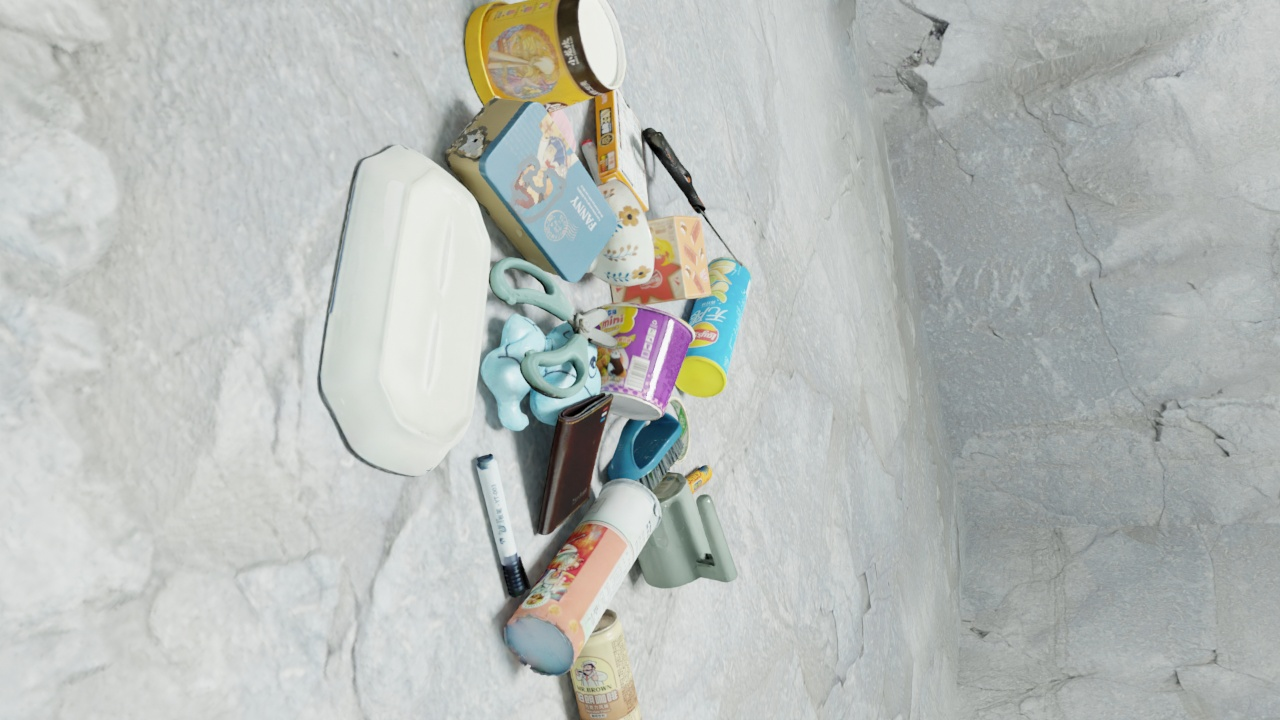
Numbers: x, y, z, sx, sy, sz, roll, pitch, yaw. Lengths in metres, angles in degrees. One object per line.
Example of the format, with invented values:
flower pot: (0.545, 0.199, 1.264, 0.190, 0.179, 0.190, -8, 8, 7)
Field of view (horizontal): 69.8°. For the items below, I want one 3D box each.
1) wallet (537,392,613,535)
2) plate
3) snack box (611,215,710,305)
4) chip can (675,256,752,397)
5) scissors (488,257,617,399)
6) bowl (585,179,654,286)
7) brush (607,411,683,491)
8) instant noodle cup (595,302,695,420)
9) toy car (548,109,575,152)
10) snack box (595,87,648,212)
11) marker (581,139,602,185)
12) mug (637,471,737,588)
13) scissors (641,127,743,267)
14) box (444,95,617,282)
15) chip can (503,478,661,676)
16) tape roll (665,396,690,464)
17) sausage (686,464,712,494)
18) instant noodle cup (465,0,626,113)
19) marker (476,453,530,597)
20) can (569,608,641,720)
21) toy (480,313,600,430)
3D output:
wallet: (-0.063, 0.097, 0.882, 0.096, 0.020, 0.122, -25, 132, -62)
plate: (-0.170, -0.043, 0.726, 0.162, 0.034, 0.265, 37, 52, -56)
snack box: (0.020, -0.113, 1.061, 0.076, 0.093, 0.094, -16, 98, -64)
chip can: (0.099, -0.049, 1.233, 0.071, 0.071, 0.209, 62, 33, -36)
scissors: (-0.070, -0.017, 0.845, 0.176, 0.019, 0.171, 27, 44, -47)
bowl: (-0.037, -0.127, 0.961, 0.062, 0.113, 0.113, -21, 107, -21)
brush: (0.005, 0.096, 1.026, 0.143, 0.055, 0.073, -42, 123, -58)
instant noodle cup: (-0.006, 0.006, 0.978, 0.111, 0.112, 0.099, 40, 59, -54)
toy car: (-0.091, -0.211, 0.925, 0.122, 0.037, 0.056, -72, 146, -42)
snack box: (-0.022, -0.243, 1.046, 0.075, 0.026, 0.153, 47, 31, -49)
marker: (-0.034, -0.176, 1.020, 0.017, 0.017, 0.145, -22, 91, -63)
mug: (0.043, 0.187, 1.010, 0.083, 0.124, 0.103, -34, 113, -42)
scissors: (0.059, -0.210, 1.117, 0.233, 0.022, 0.221, 59, 9, 26)
box: (-0.094, -0.151, 0.848, 0.089, 0.062, 0.184, -57, 138, -15)
chip can: (-0.049, 0.200, 0.874, 0.214, 0.071, 0.071, -51, 129, -55)
tape roll: (0.040, 0.088, 1.146, 0.085, 0.014, 0.085, 24, 63, -61)
sausage: (0.058, 0.161, 1.158, 0.164, 0.021, 0.021, -23, 105, -63)
instant noodle cup: (-0.084, -0.290, 0.868, 0.118, 0.115, 0.118, 26, 61, -60)
marker: (-0.120, 0.144, 0.802, 0.022, 0.018, 0.131, -15, 102, -20)
can: (-0.037, 0.305, 0.888, 0.058, 0.059, 0.116, -29, 110, -62)
toy: (-0.085, 0.013, 0.872, 0.156, 0.050, 0.161, 56, 42, -39)
